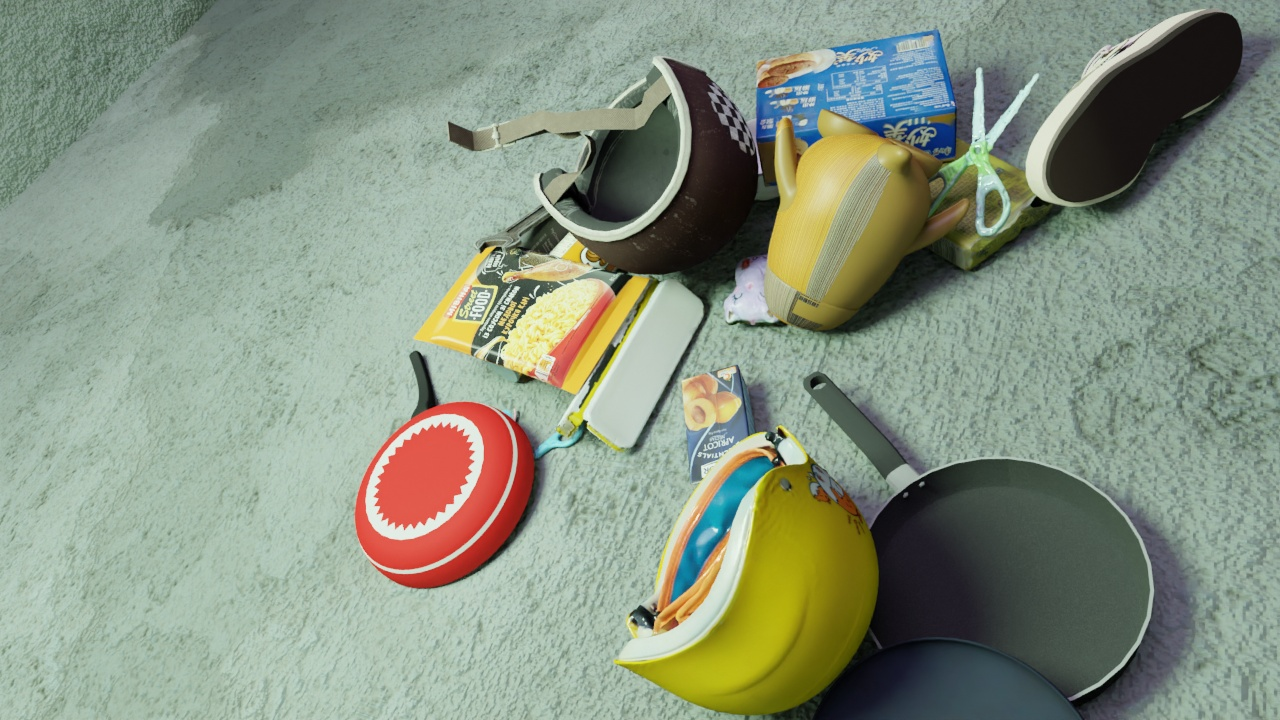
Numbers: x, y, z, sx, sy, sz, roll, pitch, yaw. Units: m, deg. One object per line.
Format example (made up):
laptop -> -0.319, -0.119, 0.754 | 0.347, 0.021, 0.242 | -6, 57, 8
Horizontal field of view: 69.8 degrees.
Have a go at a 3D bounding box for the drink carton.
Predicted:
drink carton -> 0.077, 0.071, 0.881 | 0.064, 0.040, 0.129 | -17, 46, 15

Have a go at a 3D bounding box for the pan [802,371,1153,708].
pan -> 0.237, 0.124, 0.742 | 0.204, 0.044, 0.355 | -33, 43, -2

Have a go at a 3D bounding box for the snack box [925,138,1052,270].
snack box -> 0.324, -0.172, 0.965 | 0.121, 0.045, 0.181 | -36, 47, -10

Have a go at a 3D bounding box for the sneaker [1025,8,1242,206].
sneaker -> 0.464, -0.259, 0.923 | 0.293, 0.112, 0.116 | -40, 25, -16

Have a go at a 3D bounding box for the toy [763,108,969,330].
toy -> 0.196, -0.126, 0.908 | 0.198, 0.204, 0.162 | 23, 21, -3

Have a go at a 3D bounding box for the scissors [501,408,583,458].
scissors -> -0.117, 0.092, 0.991 | 0.136, 0.015, 0.135 | -26, 49, 7

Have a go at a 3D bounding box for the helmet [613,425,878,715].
helmet -> 0.096, 0.167, 0.699 | 0.209, 0.139, 0.239 | -54, 1, 15

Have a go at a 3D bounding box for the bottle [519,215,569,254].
bottle -> -0.122, -0.137, 1.147 | 0.046, 0.084, 0.173 | 20, 62, 39

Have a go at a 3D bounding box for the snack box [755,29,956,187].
snack box -> 0.233, -0.279, 1.011 | 0.203, 0.069, 0.154 | -6, 49, 14

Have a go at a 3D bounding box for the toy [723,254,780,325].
toy -> 0.133, -0.077, 0.988 | 0.080, 0.036, 0.099 | -1, 50, 19

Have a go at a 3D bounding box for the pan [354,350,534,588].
pan -> -0.235, 0.089, 1.022 | 0.209, 0.067, 0.356 | -33, 46, 5

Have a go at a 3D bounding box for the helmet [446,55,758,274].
helmet -> -0.003, -0.206, 0.976 | 0.234, 0.253, 0.233 | -39, 67, 23

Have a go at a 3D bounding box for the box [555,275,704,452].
box -> -0.016, 0.004, 0.990 | 0.080, 0.079, 0.208 | -24, 31, 54

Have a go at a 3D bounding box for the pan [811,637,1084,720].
pan -> 0.133, 0.314, 0.625 | 0.357, 0.021, 0.198 | -23, 59, 19

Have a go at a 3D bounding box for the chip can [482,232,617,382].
chip can -> -0.104, -0.078, 1.088 | 0.075, 0.075, 0.214 | 23, 65, 41

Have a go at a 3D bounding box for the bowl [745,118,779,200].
bowl -> 0.148, -0.235, 1.103 | 0.113, 0.063, 0.113 | -15, 45, 16

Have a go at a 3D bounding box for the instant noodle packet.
instant noodle packet -> -0.122, -0.056, 1.009 | 0.221, 0.032, 0.159 | 17, 61, 26

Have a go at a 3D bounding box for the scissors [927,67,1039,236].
scissors -> 0.324, -0.205, 0.898 | 0.139, 0.028, 0.170 | 0, 79, 40

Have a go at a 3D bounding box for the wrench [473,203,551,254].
wrench -> -0.110, -0.190, 1.127 | 0.070, 0.010, 0.272 | 9, 35, 28
